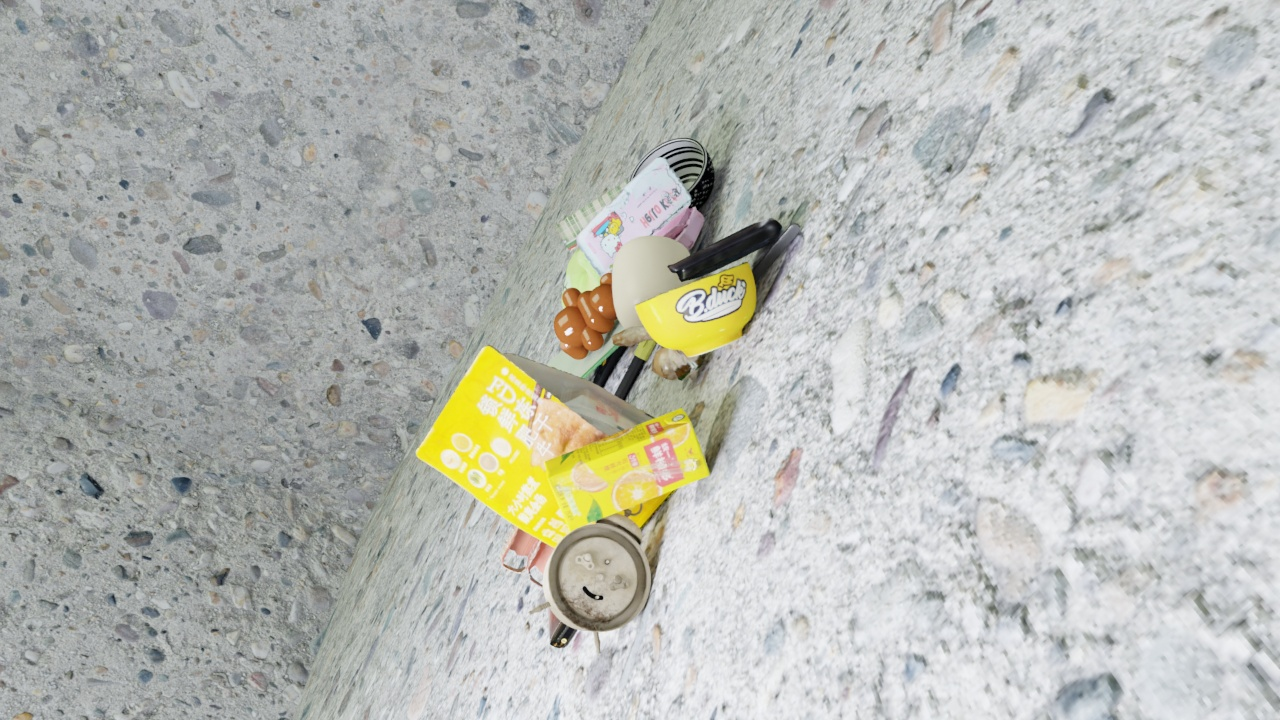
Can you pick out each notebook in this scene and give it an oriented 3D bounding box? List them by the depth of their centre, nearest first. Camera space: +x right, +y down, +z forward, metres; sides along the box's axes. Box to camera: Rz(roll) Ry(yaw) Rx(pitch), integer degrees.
[{"bbox_3d":[-0.078,-0.008,1.244,0.253,0.010,0.181,-42,19,34],"label":"notebook"}]

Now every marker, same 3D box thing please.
[{"bbox_3d":[-0.007,0.007,1.145,0.017,0.021,0.124,32,98,30],"label":"marker"}]

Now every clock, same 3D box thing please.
[{"bbox_3d":[-0.035,0.182,0.827,0.140,0.093,0.055,-61,6,-28],"label":"clock"}]

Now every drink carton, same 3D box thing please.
[{"bbox_3d":[-0.011,0.095,0.809,0.134,0.058,0.043,-21,20,-3],"label":"drink carton"}]

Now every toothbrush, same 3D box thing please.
[{"bbox_3d":[0.108,-0.076,0.924,0.168,0.013,0.013,-52,11,35],"label":"toothbrush"}]

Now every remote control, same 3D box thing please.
[{"bbox_3d":[-0.028,-0.019,1.258,0.152,0.020,0.041,-58,17,22],"label":"remote control"}]

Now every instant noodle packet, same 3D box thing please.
[{"bbox_3d":[-0.090,0.091,0.899,0.163,0.221,0.084,-52,15,31],"label":"instant noodle packet"}]

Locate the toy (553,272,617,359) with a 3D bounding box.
[{"bbox_3d":[-0.056,-0.061,1.171,0.128,0.065,0.095,-36,65,18],"label":"toy"}]

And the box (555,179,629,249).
[{"bbox_3d":[-0.026,-0.239,1.394,0.206,0.051,0.117,-22,9,38],"label":"box"}]

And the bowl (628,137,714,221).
[{"bbox_3d":[0.051,-0.235,1.248,0.120,0.066,0.120,-18,52,25],"label":"bowl"}]

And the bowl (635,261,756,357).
[{"bbox_3d":[0.060,-0.044,0.886,0.117,0.067,0.117,-20,3,1],"label":"bowl"}]

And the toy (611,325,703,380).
[{"bbox_3d":[0.034,-0.006,0.967,0.074,0.085,0.106,-43,35,-5],"label":"toy"}]

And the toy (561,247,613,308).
[{"bbox_3d":[-0.067,-0.113,1.407,0.197,0.107,0.150,-114,29,-82],"label":"toy"}]

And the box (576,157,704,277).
[{"bbox_3d":[0.000,-0.152,1.198,0.202,0.077,0.146,-36,53,42],"label":"box"}]

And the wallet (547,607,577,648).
[{"bbox_3d":[-0.077,0.244,0.980,0.072,0.019,0.123,-59,16,13],"label":"wallet"}]

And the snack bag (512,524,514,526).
[{"bbox_3d":[-0.198,0.158,1.389,0.207,0.066,0.139,-98,4,-78],"label":"snack bag"}]

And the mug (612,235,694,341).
[{"bbox_3d":[0.012,-0.070,1.078,0.120,0.096,0.099,112,162,-47],"label":"mug"}]

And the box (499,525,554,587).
[{"bbox_3d":[-0.093,0.168,1.058,0.187,0.082,0.041,-65,14,1],"label":"box"}]

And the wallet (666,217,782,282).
[{"bbox_3d":[0.083,-0.108,0.909,0.115,0.026,0.089,-25,4,6],"label":"wallet"}]
